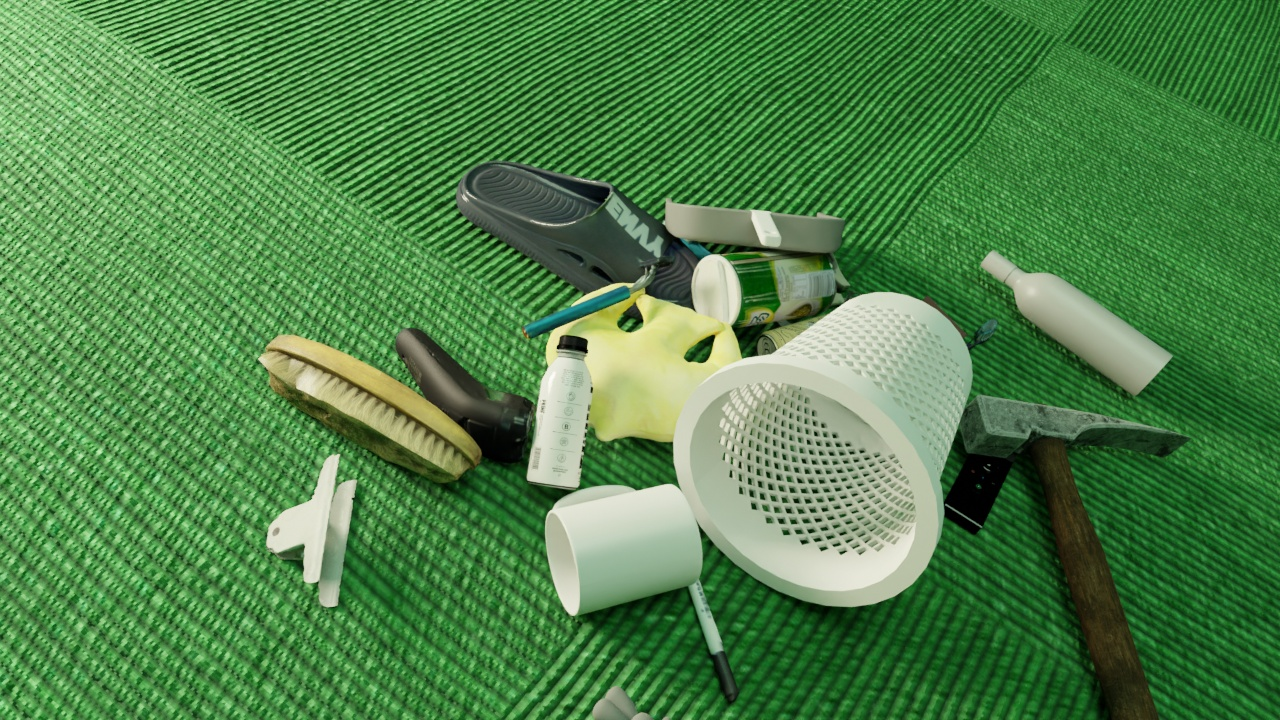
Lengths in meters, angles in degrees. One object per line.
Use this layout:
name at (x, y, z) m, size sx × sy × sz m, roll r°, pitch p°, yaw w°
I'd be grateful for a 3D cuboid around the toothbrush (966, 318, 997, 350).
toothbrush at (0.289, 0.003, 0.870) m, size 0.188 × 0.017 × 0.016 m, roll -31°, pitch 64°, yaw -34°

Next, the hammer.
hammer at (0.390, 0.170, 0.737) m, size 0.217 × 0.037 × 0.299 m, roll 9°, pitch 52°, yaw -13°

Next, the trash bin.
trash bin at (0.160, 0.046, 0.704) m, size 0.195 × 0.196 × 0.199 m, roll 34°, pitch 41°, yaw 15°

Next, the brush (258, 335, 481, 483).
brush at (-0.208, 0.036, 0.693) m, size 0.195 × 0.059 × 0.043 m, roll 27°, pitch 58°, yaw 12°

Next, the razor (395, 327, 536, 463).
razor at (-0.140, 0.022, 0.732) m, size 0.067 × 0.054 × 0.151 m, roll -24°, pitch 53°, yaw -39°

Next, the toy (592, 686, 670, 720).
toy at (0.019, 0.251, 0.585) m, size 0.112 × 0.030 × 0.049 m, roll 33°, pitch 22°, yaw 17°

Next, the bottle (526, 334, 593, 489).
bottle at (-0.059, 0.038, 0.702) m, size 0.041 × 0.041 × 0.116 m, roll 9°, pitch 83°, yaw -7°

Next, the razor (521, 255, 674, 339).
razor at (-0.035, -0.051, 0.769) m, size 0.143 × 0.042 × 0.022 m, roll -29°, pitch 100°, yaw -23°

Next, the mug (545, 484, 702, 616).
mug at (-0.020, 0.125, 0.663) m, size 0.090 × 0.074 × 0.110 m, roll -10°, pitch 28°, yaw -21°

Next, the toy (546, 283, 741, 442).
toy at (-0.005, 0.004, 0.763) m, size 0.170 × 0.065 × 0.154 m, roll 26°, pitch 59°, yaw 19°

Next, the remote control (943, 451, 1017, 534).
remote control at (0.305, 0.090, 0.803) m, size 0.034 × 0.013 × 0.149 m, roll 33°, pitch 51°, yaw 14°

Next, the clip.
clip at (-0.227, 0.117, 0.638) m, size 0.052 × 0.058 × 0.102 m, roll 22°, pitch 43°, yaw -28°

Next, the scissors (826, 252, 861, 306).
scissors at (0.194, -0.067, 0.910) m, size 0.165 × 0.013 × 0.157 m, roll -15°, pitch 62°, yaw -23°

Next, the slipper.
slipper at (-0.049, -0.134, 0.861) m, size 0.268 × 0.083 × 0.110 m, roll 28°, pitch 48°, yaw 10°

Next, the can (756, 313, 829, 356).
can at (0.148, -0.016, 0.838) m, size 0.079 × 0.038 × 0.038 m, roll -16°, pitch 56°, yaw -25°

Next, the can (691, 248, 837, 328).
can at (0.111, -0.067, 0.829) m, size 0.120 × 0.067 × 0.067 m, roll -10°, pitch 53°, yaw -32°

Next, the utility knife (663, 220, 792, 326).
utility knife at (0.082, -0.082, 0.892) m, size 0.022 × 0.015 × 0.179 m, roll -31°, pitch 62°, yaw -32°

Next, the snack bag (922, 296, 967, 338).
snack bag at (0.250, -0.012, 0.872) m, size 0.157 × 0.013 × 0.057 m, roll -30°, pitch 71°, yaw -33°

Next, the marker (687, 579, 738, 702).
marker at (0.043, 0.174, 0.669) m, size 0.011 × 0.011 × 0.152 m, roll -6°, pitch 52°, yaw -19°

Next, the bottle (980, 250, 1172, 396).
bottle at (0.429, -0.046, 0.923) m, size 0.052 × 0.053 × 0.195 m, roll -33°, pitch 64°, yaw -34°

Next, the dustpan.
dustpan at (0.104, -0.125, 0.831) m, size 0.163 × 0.033 × 0.257 m, roll 5°, pitch 20°, yaw 0°
